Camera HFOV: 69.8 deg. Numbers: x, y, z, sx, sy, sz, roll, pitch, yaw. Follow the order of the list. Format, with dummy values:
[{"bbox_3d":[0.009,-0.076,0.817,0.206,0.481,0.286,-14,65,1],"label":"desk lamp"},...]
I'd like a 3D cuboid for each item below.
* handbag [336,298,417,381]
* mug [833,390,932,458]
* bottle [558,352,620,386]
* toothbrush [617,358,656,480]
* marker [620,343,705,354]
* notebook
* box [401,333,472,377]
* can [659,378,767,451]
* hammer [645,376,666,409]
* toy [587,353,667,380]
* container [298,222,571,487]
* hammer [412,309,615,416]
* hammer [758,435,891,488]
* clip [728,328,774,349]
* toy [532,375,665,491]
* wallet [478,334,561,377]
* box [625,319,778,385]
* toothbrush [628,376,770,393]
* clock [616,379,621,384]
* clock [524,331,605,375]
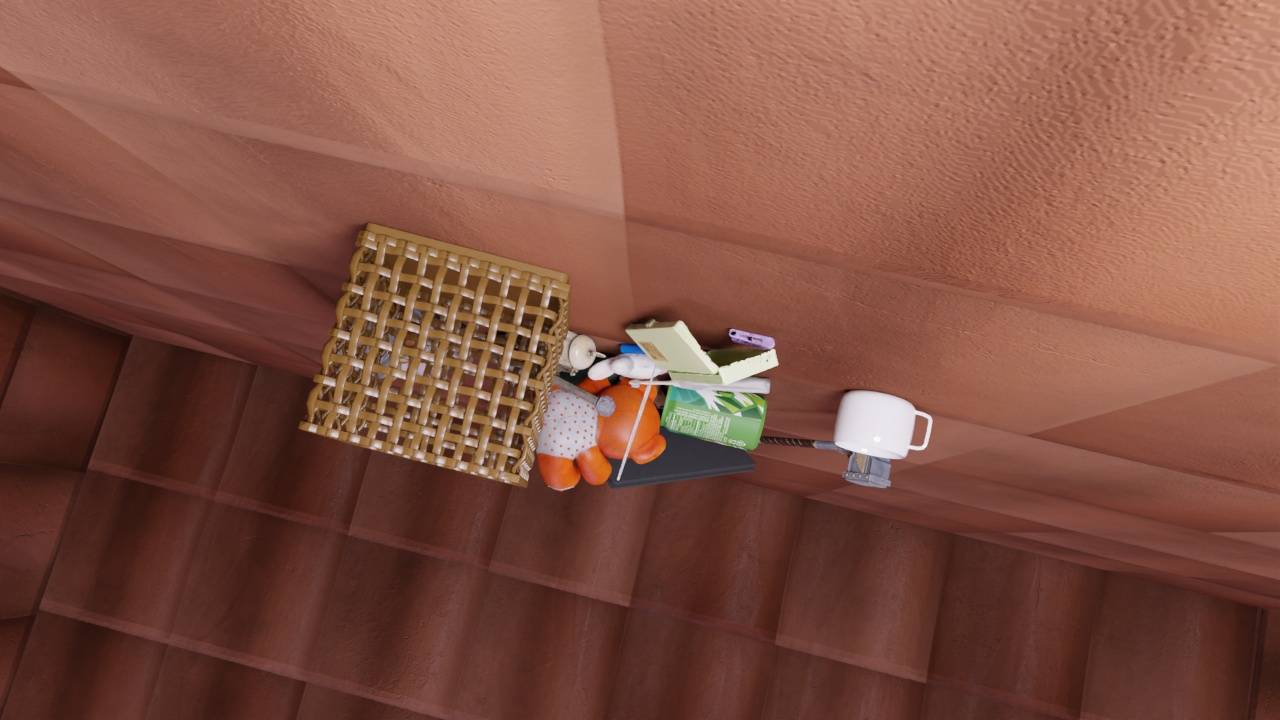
[{"bbox_3d":[-0.390,-0.029,1.365,0.123,0.112,0.172,18,168,-17],"label":"handbag"},{"bbox_3d":[0.301,0.081,1.140,0.116,0.068,0.094,8,169,31],"label":"mug"},{"bbox_3d":[-0.094,0.017,1.375,0.055,0.055,0.174,19,170,-29],"label":"bottle"},{"bbox_3d":[-0.002,0.055,1.093,0.010,0.181,0.010,14,166,20],"label":"toothbrush"},{"bbox_3d":[0.031,-0.011,1.169,0.142,0.013,0.013,5,167,40],"label":"marker"},{"bbox_3d":[0.030,0.120,1.347,0.231,0.019,0.169,-4,-148,-27],"label":"notebook"},{"bbox_3d":[-0.340,-0.016,1.477,0.160,0.091,0.081,18,169,23],"label":"box"},{"bbox_3d":[0.106,0.077,1.344,0.144,0.083,0.083,14,170,3],"label":"can"},{"bbox_3d":[0.025,0.052,1.471,0.129,0.040,0.322,16,170,12],"label":"hammer"},{"bbox_3d":[-0.007,0.007,1.237,0.076,0.037,0.125,-3,180,45],"label":"toy"},{"bbox_3d":[-0.209,0.009,1.020,0.219,0.214,0.252,14,170,-3],"label":"container"},{"bbox_3d":[-0.171,-0.006,1.203,0.317,0.028,0.147,26,162,15],"label":"hammer"},{"bbox_3d":[0.244,0.123,1.366,0.044,0.098,0.323,20,169,-31],"label":"hammer"},{"bbox_3d":[0.117,-0.022,0.990,0.050,0.014,0.045,18,170,-9],"label":"clip"},{"bbox_3d":[-0.058,0.087,1.240,0.172,0.163,0.093,-5,154,-4],"label":"toy"},{"bbox_3d":[-0.183,-0.006,1.383,0.100,0.054,0.132,30,166,-28],"label":"wallet"},{"bbox_3d":[0.059,-0.003,1.007,0.133,0.061,0.188,20,175,-17],"label":"box"},{"bbox_3d":[0.077,0.031,1.209,0.185,0.022,0.024,1,139,4],"label":"toothbrush"},{"bbox_3d":[-0.056,0.045,1.449,0.124,0.044,0.087,39,172,-1],"label":"clock"},{"bbox_3d":[-0.104,-0.011,1.234,0.141,0.054,0.093,9,168,38],"label":"clock"}]
